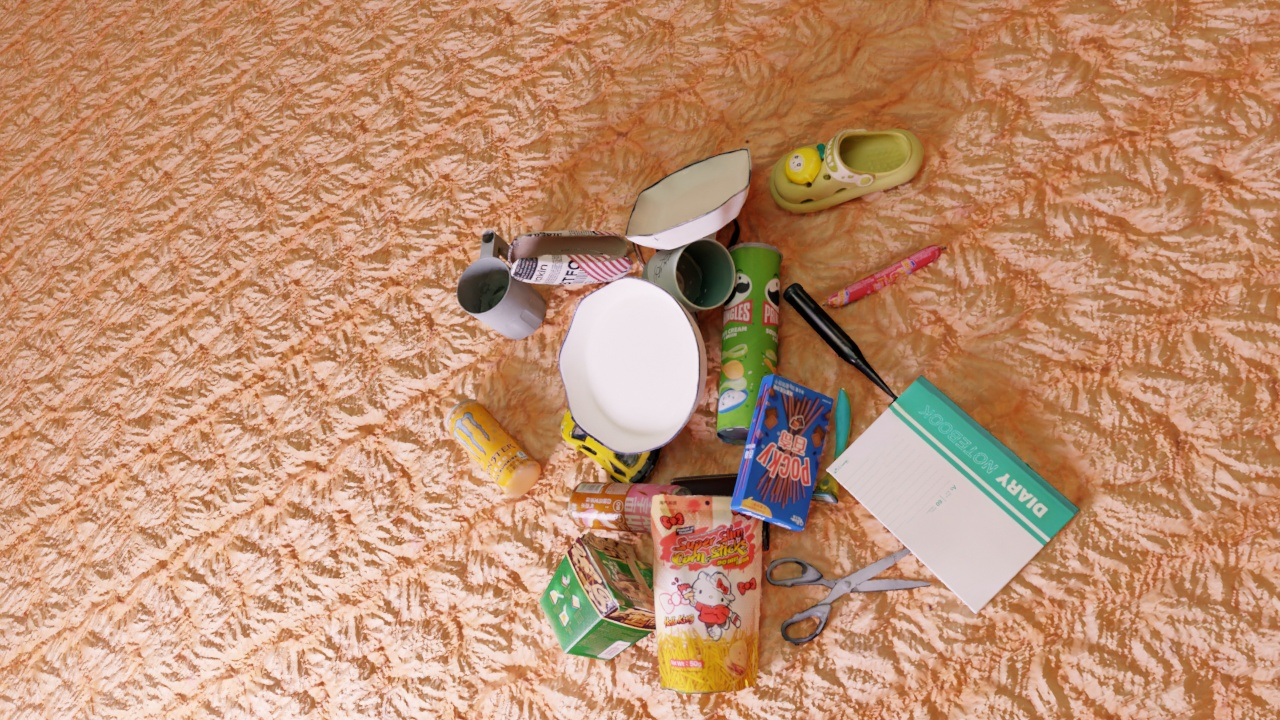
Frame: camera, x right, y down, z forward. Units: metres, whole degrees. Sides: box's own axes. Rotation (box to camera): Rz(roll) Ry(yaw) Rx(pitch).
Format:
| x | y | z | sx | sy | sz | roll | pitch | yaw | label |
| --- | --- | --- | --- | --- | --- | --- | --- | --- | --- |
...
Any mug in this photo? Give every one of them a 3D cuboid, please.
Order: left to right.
| x | y | z | sx | sy | sz | roll | pitch | yaw | label |
| --- | --- | --- | --- | --- | --- | --- | --- | --- | --- |
| -0.186 | -0.101 | 1.256 | 0.084 | 0.103 | 0.123 | -5 | 68 | 23 | mug |
| 0.058 | -0.113 | 1.117 | 0.106 | 0.082 | 0.111 | -3 | 69 | 67 | mug |

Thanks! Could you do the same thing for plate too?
| x | y | z | sx | sy | sz | roll | pitch | yaw | label |
| --- | --- | --- | --- | --- | --- | --- | --- | --- | --- |
| -0.006 | 0.006 | 1.086 | 0.205 | 0.045 | 0.205 | 2 | 93 | 37 | plate |
| 0.067 | -0.198 | 1.135 | 0.162 | 0.034 | 0.265 | -21 | 22 | 15 | plate |

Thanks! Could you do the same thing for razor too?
| x | y | z | sx | sy | sz | roll | pitch | yaw | label |
| --- | --- | --- | --- | --- | --- | --- | --- | --- | --- |
| 0.220 | 0.095 | 1.037 | 0.043 | 0.028 | 0.132 | -6 | 67 | 58 | razor |

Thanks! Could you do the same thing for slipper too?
| x | y | z | sx | sy | sz | roll | pitch | yaw | label |
| --- | --- | --- | --- | --- | --- | --- | --- | --- | --- |
| 0.247 | -0.247 | 1.124 | 0.191 | 0.081 | 0.091 | -11 | 65 | 18 | slipper |

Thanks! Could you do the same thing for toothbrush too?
| x | y | z | sx | sy | sz | roll | pitch | yaw | label |
| --- | --- | --- | --- | --- | --- | --- | --- | --- | --- |
| 0.240 | -0.012 | 1.070 | 0.027 | 0.026 | 0.212 | -34 | 60 | -5 | toothbrush |

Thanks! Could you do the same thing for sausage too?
| x | y | z | sx | sy | sz | roll | pitch | yaw | label |
| --- | --- | --- | --- | --- | --- | --- | --- | --- | --- |
| 0.287 | -0.098 | 1.084 | 0.156 | 0.020 | 0.020 | -27 | 62 | 14 | sausage |

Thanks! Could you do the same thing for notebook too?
| x | y | z | sx | sy | sz | roll | pitch | yaw | label |
| --- | --- | --- | --- | --- | --- | --- | --- | --- | --- |
| 0.324 | 0.136 | 0.966 | 0.150 | 0.012 | 0.209 | -46 | 68 | 2 | notebook |

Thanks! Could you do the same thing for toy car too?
| x | y | z | sx | sy | sz | roll | pitch | yaw | label |
| --- | --- | --- | --- | --- | --- | --- | --- | --- | --- |
| -0.042 | 0.100 | 1.151 | 0.156 | 0.041 | 0.071 | 34 | 87 | 32 | toy car |

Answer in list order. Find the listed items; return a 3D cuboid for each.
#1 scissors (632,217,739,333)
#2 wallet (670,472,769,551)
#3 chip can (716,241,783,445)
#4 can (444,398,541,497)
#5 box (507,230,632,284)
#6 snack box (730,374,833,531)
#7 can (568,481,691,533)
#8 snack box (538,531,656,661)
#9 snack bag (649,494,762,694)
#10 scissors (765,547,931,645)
| x | y | z | sx | sy | sz | roll | pitch | yaw | label |
| --- | --- | --- | --- | --- | --- | --- | --- | --- | --- |
| 0.058 | -0.105 | 1.191 | 0.224 | 0.021 | 0.221 | -41 | 59 | 6 | scissors |
| 0.091 | 0.179 | 1.073 | 0.122 | 0.020 | 0.096 | -8 | 63 | 23 | wallet |
| 0.131 | -0.020 | 1.097 | 0.072 | 0.072 | 0.235 | -3 | 71 | 24 | chip can |
| -0.194 | 0.114 | 1.205 | 0.146 | 0.058 | 0.058 | 41 | 91 | 31 | can |
| -0.095 | -0.140 | 1.214 | 0.163 | 0.074 | 0.079 | -6 | 66 | -20 | box |
| 0.159 | 0.102 | 1.021 | 0.026 | 0.084 | 0.157 | -20 | 51 | 65 | snack box |
| -0.012 | 0.175 | 1.089 | 0.147 | 0.058 | 0.057 | -2 | 70 | 33 | can |
| -0.043 | 0.278 | 1.046 | 0.106 | 0.118 | 0.117 | -50 | 45 | 13 | snack box |
| 0.074 | 0.252 | 1.003 | 0.128 | 0.073 | 0.207 | 2 | 81 | -5 | snack bag |
| 0.216 | 0.245 | 0.993 | 0.172 | 0.014 | 0.159 | 26 | 83 | 29 | scissors |
